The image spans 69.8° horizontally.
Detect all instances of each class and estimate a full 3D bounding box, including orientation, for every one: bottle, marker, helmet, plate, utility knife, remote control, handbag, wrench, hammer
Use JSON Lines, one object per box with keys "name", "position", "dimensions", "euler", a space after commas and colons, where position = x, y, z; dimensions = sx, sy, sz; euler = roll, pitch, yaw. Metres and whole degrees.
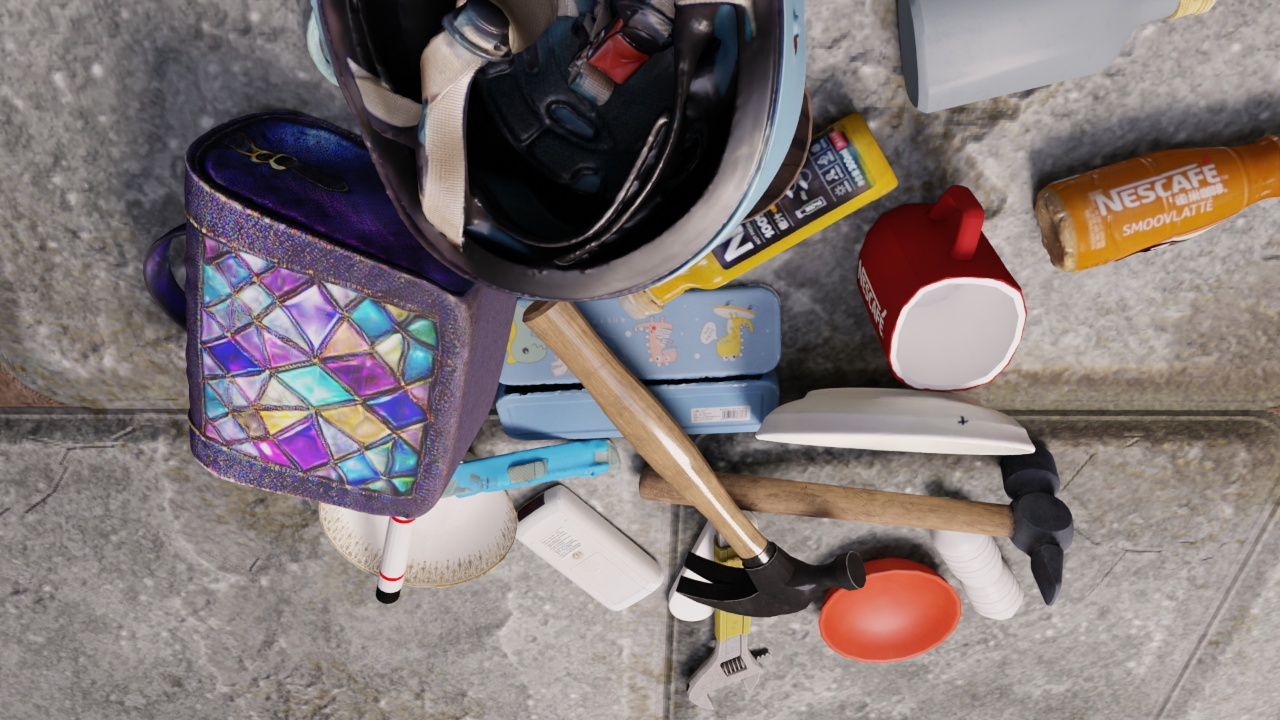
{"name": "bottle", "position": [0.231, -0.192, 0.511], "dimensions": [0.161, 0.046, 0.072], "euler": [-12, 124, 8]}
{"name": "marker", "position": [-0.175, 0.124, 0.669], "dimensions": [0.019, 0.019, 0.146], "euler": [13, 125, -10]}
{"name": "helmet", "position": [-0.036, -0.165, 0.448], "dimensions": [0.226, 0.166, 0.265], "euler": [-26, 95, 22]}
{"name": "bottle", "position": [0.337, -0.104, 0.566], "dimensions": [0.167, 0.059, 0.059], "euler": [-16, 124, 10]}
{"name": "plate", "position": [0.171, 0.042, 0.628], "dimensions": [0.182, 0.182, 0.034], "euler": [4, 83, -4]}
{"name": "utility knife", "position": [-0.091, 0.081, 0.660], "dimensions": [0.197, 0.015, 0.031], "euler": [-7, 96, -38]}
{"name": "remote control", "position": [0.061, 0.178, 0.791], "dimensions": [0.043, 0.013, 0.137], "euler": [15, 124, -11]}
{"name": "bottle", "position": [0.066, -0.086, 0.580], "dimensions": [0.186, 0.053, 0.053], "euler": [-29, 121, 18]}
{"name": "handbag", "position": [-0.199, -0.028, 0.572], "dimensions": [0.222, 0.125, 0.205], "euler": [19, 124, 1]}
{"name": "wrench", "position": [0.077, 0.227, 0.808], "dimensions": [0.083, 0.018, 0.274], "euler": [-11, 131, -7]}
{"name": "hammer", "position": [0.158, 0.110, 0.699], "dimensions": [0.322, 0.129, 0.040], "euler": [5, 132, 8]}
{"name": "bottle", "position": [0.276, 0.163, 0.763], "dimensions": [0.044, 0.044, 0.136], "euler": [-27, 121, 17]}
{"name": "remote control", "position": [-0.044, 0.160, 0.770], "dimensions": [0.060, 0.025, 0.138], "euler": [-36, 116, 22]}
{"name": "hammer", "position": [0.023, 0.073, 0.647], "dimensions": [0.133, 0.040, 0.305], "euler": [-24, 117, 36]}

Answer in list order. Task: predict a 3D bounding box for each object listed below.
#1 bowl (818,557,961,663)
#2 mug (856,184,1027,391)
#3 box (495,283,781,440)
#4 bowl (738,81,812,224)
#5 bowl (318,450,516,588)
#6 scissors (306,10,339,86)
{"name": "bowl", "position": [0.215, 0.213, 0.803], "dimensions": [0.122, 0.035, 0.122], "euler": [0, 125, 0]}
{"name": "mug", "position": [0.189, -0.055, 0.577], "dimensions": [0.080, 0.096, 0.117], "euler": [2, 125, -2]}
{"name": "box", "position": [-0.004, 0.008, 0.656], "dimensions": [0.209, 0.039, 0.127], "euler": [-3, 124, 1]}
{"name": "bowl", "position": [0.043, -0.140, 0.541], "dimensions": [0.119, 0.032, 0.119], "euler": [5, 108, 16]}
{"name": "bowl", "position": [-0.166, 0.103, 0.706], "dimensions": [0.145, 0.063, 0.145], "euler": [0, 126, -1]}
{"name": "scissors", "position": [-0.155, -0.234, 0.502], "dimensions": [0.065, 0.033, 0.174], "euler": [7, 128, 0]}
